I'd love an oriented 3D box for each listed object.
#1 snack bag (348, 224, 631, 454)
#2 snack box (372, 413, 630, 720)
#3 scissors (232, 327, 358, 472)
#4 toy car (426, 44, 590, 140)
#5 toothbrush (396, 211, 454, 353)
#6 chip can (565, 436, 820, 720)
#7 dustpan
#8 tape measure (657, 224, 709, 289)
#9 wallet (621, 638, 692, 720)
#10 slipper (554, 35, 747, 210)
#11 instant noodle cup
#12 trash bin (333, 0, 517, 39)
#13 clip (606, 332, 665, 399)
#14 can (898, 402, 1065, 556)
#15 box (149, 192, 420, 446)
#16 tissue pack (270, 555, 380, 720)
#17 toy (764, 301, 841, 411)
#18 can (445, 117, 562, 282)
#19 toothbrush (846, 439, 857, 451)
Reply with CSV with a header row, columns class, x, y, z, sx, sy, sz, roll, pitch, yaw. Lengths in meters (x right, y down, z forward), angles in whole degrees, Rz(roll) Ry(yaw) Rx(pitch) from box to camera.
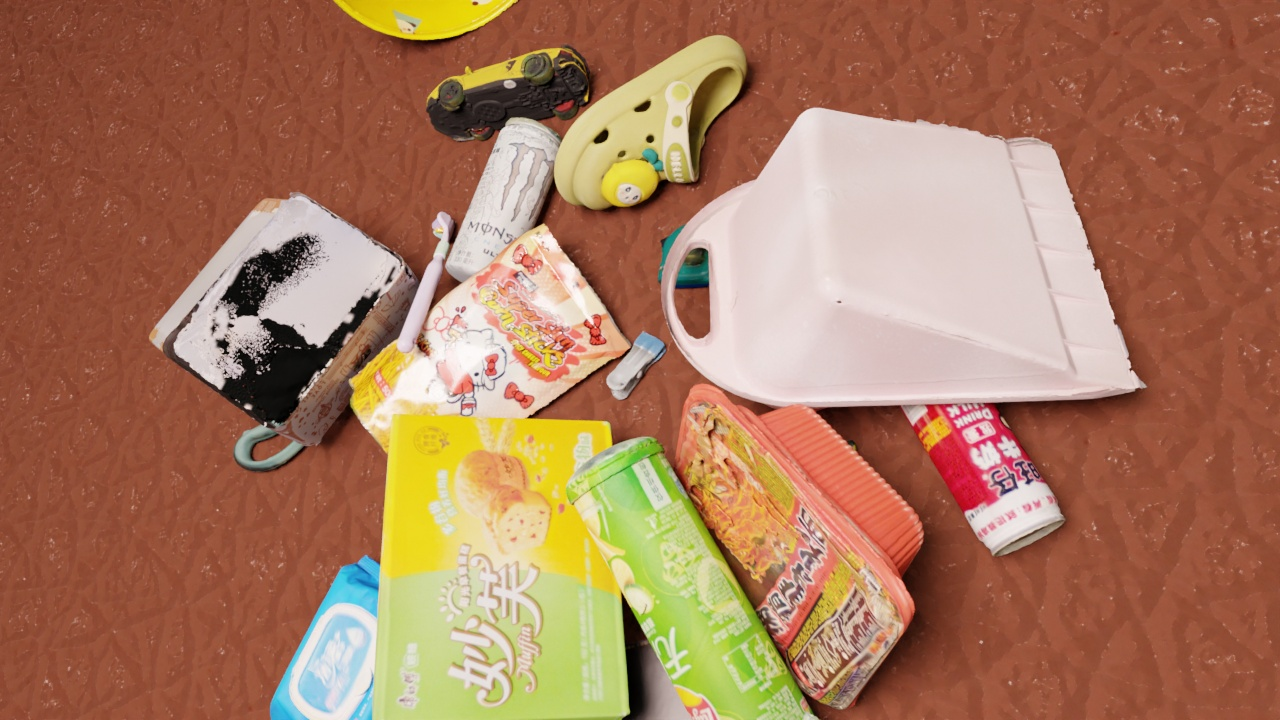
class,x,y,z,sx,sy,sz,roll,pitch,yaw
snack bag,-0.125,-0.002,0.739,0.208,0.073,0.128,-36,86,5
snack box,-0.096,0.143,0.624,0.157,0.070,0.209,3,59,-14
scissors,-0.323,0.009,0.842,0.172,0.019,0.179,-44,61,2
toy car,-0.122,-0.241,0.830,0.156,0.071,0.041,-12,68,17
toothbrush,-0.178,-0.067,0.761,0.021,0.029,0.188,-3,38,2
chip can,0.031,0.154,0.580,0.072,0.072,0.221,-31,79,7
dustpan,0.163,-0.060,0.640,0.273,0.139,0.222,13,54,-12
tape measure,0.043,-0.084,0.733,0.058,0.025,0.054,0,71,20
wallet,0.029,0.246,0.618,0.096,0.020,0.122,-16,64,9
slipper,0.018,-0.184,0.747,0.190,0.091,0.081,-37,64,0
instant noodle cup,0.098,0.107,0.578,0.079,0.165,0.189,-29,60,-26
trash bin,-0.235,-0.484,0.888,0.230,0.229,0.255,-32,57,7
clip,-0.004,0.005,0.723,0.025,0.029,0.057,31,73,25
can,0.216,0.057,0.597,0.053,0.053,0.132,-29,63,8
box,-0.329,-0.054,0.803,0.274,0.124,0.178,26,74,33
tissue pack,-0.218,0.236,0.695,0.095,0.052,0.157,20,78,26
toy,0.141,-0.027,0.661,0.159,0.054,0.121,-17,62,6
can,-0.116,-0.133,0.794,0.058,0.058,0.146,14,76,25
toothbrush,0.065,0.088,0.664,0.186,0.017,0.012,-19,28,13
